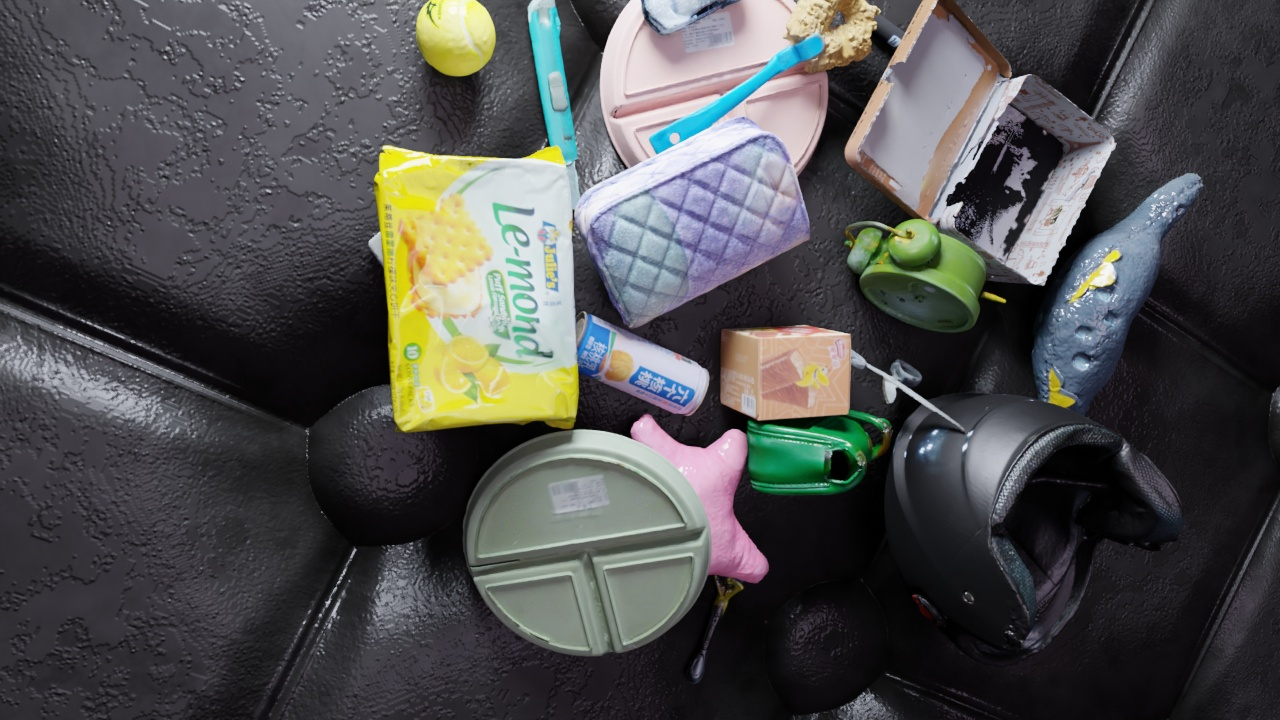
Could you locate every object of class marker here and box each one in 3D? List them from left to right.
[{"bbox_3d":[0.254,-0.318,0.906,0.132,0.020,0.022,29,67,-18],"label":"marker"}]

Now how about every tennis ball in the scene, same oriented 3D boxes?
[{"bbox_3d":[-0.153,-0.270,0.761,0.065,0.065,0.065,-2,98,-17],"label":"tennis ball"}]

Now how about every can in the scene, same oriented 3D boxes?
[{"bbox_3d":[-0.005,0.005,0.852,0.134,0.053,0.053,24,90,-19],"label":"can"}]

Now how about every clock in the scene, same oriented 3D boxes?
[{"bbox_3d":[0.266,-0.087,0.893,0.161,0.116,0.056,32,76,-22],"label":"clock"}]

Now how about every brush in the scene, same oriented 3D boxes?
[{"bbox_3d":[0.114,-0.260,0.827,0.254,0.046,0.083,-37,114,-9],"label":"brush"}]

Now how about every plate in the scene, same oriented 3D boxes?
[{"bbox_3d":[-0.050,0.173,0.832,0.230,0.027,0.230,1,108,3],"label":"plate"},{"bbox_3d":[0.076,-0.252,0.855,0.229,0.028,0.229,-2,98,-16],"label":"plate"}]

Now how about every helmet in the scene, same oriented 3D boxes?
[{"bbox_3d":[0.356,0.160,0.898,0.233,0.230,0.275,-23,127,-20],"label":"helmet"}]

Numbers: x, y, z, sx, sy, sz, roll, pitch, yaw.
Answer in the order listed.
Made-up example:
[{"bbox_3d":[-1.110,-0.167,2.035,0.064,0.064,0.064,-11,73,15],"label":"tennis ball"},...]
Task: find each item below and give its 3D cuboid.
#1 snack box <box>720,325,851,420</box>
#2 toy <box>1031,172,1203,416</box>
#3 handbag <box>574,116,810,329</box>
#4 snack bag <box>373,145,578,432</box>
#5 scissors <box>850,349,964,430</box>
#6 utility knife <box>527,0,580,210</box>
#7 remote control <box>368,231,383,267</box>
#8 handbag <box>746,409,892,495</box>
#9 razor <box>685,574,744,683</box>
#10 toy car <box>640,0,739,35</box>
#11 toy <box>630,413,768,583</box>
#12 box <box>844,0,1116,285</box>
[{"bbox_3d":[0.136,0.009,0.876,0.094,0.093,0.077,-3,98,-17],"label":"snack box"},{"bbox_3d":[0.493,-0.053,0.980,0.137,0.091,0.356,24,92,-31],"label":"toy"},{"bbox_3d":[0.047,-0.123,0.819,0.194,0.075,0.134,-25,123,-1],"label":"handbag"},{"bbox_3d":[-0.137,-0.056,0.772,0.158,0.068,0.246,-4,99,-17],"label":"snack bag"},{"bbox_3d":[0.237,0.016,0.885,0.159,0.176,0.014,27,107,9],"label":"scissors"},{"bbox_3d":[-0.074,-0.230,0.819,0.029,0.013,0.193,-12,101,-15],"label":"utility knife"},{"bbox_3d":[-0.174,-0.058,0.808,0.058,0.021,0.150,-36,106,-11],"label":"remote control"},{"bbox_3d":[0.167,0.081,0.870,0.120,0.131,0.068,-1,97,27],"label":"handbag"},{"bbox_3d":[0.077,0.261,0.931,0.043,0.022,0.143,20,95,8],"label":"razor"},{"bbox_3d":[0.050,-0.325,0.806,0.105,0.031,0.049,-30,104,-10],"label":"toy car"},{"bbox_3d":[0.029,0.143,0.873,0.178,0.075,0.194,-13,98,-13],"label":"toy"},{"bbox_3d":[0.322,-0.209,0.905,0.262,0.088,0.178,28,89,-19],"label":"box"}]
